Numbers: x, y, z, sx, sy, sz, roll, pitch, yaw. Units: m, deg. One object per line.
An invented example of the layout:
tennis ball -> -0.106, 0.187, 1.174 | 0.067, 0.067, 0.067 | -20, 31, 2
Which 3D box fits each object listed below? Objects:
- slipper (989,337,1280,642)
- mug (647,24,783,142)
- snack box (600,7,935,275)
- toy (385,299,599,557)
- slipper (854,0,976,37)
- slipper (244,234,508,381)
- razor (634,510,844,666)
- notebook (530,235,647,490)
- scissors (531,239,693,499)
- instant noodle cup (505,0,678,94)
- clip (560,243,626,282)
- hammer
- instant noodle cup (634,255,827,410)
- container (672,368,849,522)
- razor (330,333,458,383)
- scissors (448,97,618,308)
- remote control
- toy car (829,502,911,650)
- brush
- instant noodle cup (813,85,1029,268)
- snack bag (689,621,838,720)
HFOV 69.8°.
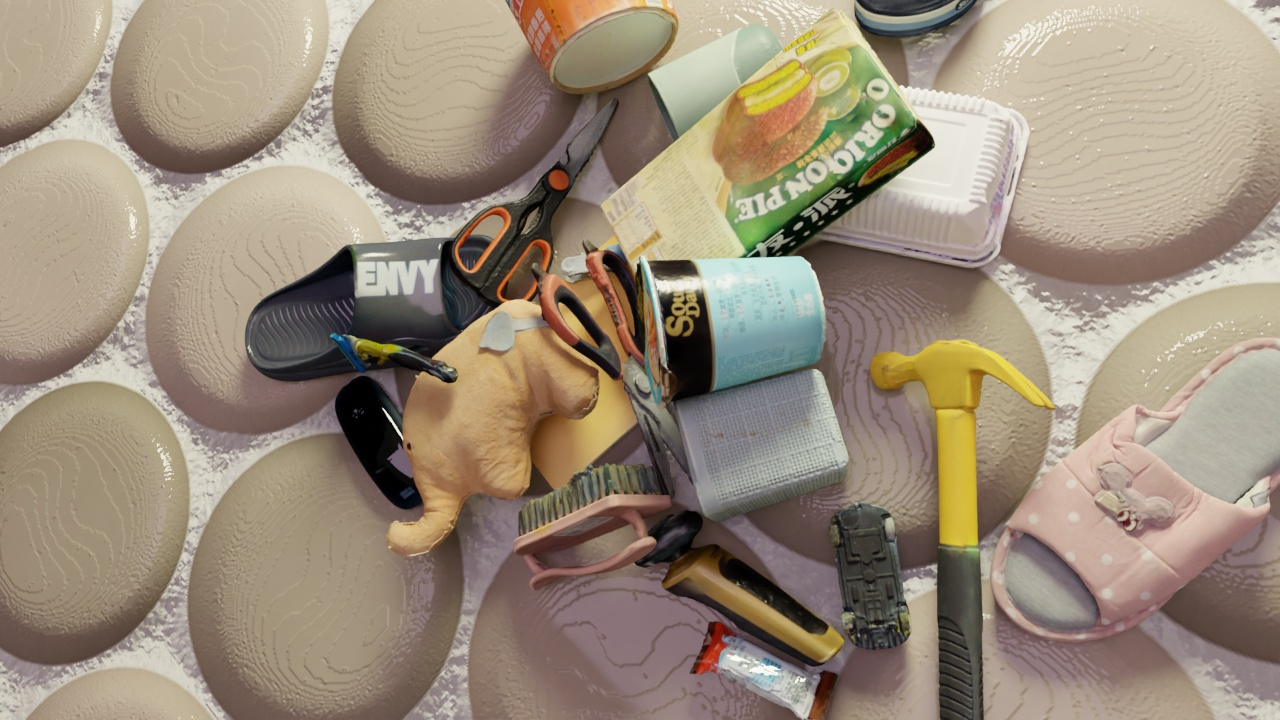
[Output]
slipper -> 0.359, 0.089, 0.630 | 0.274, 0.054, 0.114 | -41, 71, 4
mug -> 0.067, -0.231, 0.776 | 0.106, 0.082, 0.111 | -26, 37, 4
snack box -> 0.090, -0.140, 0.704 | 0.241, 0.063, 0.114 | -37, 69, 24
toy -> -0.136, 0.053, 0.748 | 0.226, 0.082, 0.143 | -50, 57, 3
slipper -> 0.244, -0.389, 0.757 | 0.105, 0.095, 0.252 | 10, 76, 20
slipper -> -0.247, -0.046, 0.812 | 0.268, 0.083, 0.110 | -14, 76, 12
razor -> 0.074, 0.171, 0.688 | 0.167, 0.062, 0.068 | 31, 119, 16
notebook -> -0.036, -0.007, 0.783 | 0.206, 0.010, 0.146 | -42, 70, 2
scissors -> -0.016, 0.004, 0.727 | 0.015, 0.214, 0.196 | -31, 36, 41
instant noodle cup -> -0.042, -0.310, 0.791 | 0.151, 0.151, 0.111 | -24, 80, 8
clip -> -0.040, -0.082, 0.790 | 0.057, 0.028, 0.024 | -16, 73, 3
hammer -> 0.227, 0.133, 0.652 | 0.129, 0.032, 0.300 | -6, 80, 46
instant noodle cup -> 0.064, -0.026, 0.654 | 0.120, 0.111, 0.111 | -8, 74, -6
container -> 0.094, 0.063, 0.692 | 0.111, 0.090, 0.090 | -16, 74, 8
razor -> -0.197, -0.002, 0.751 | 0.143, 0.043, 0.022 | 11, 54, 37
scissors -> -0.070, -0.138, 0.810 | 0.234, 0.022, 0.125 | -38, 99, -21
remote control -> -0.230, 0.070, 0.810 | 0.053, 0.024, 0.136 | -40, 70, 4
toy car -> 0.169, 0.158, 0.677 | 0.049, 0.031, 0.105 | -9, 77, 13
brush -> -0.046, 0.131, 0.705 | 0.146, 0.063, 0.073 | -31, 64, 39
instant noodle cup -> 0.210, -0.158, 0.728 | 0.173, 0.060, 0.138 | 14, 81, 16
snack bag -> 0.091, 0.233, 0.682 | 0.104, 0.026, 0.048 | 19, 59, 17
